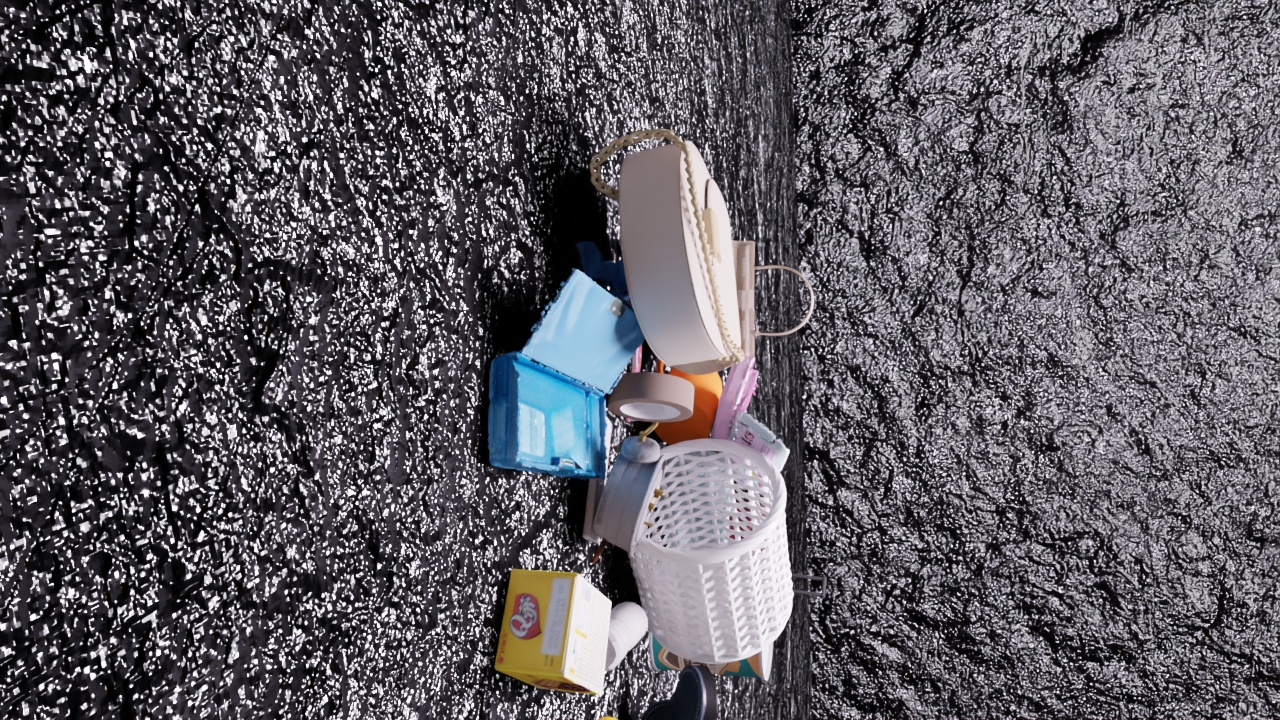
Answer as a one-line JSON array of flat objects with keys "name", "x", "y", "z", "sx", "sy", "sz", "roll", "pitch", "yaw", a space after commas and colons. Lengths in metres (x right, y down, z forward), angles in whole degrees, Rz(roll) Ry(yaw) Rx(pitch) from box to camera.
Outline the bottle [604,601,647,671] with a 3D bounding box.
[{"name": "bottle", "x": -0.023, "y": 0.287, "z": 0.972, "sx": 0.136, "sy": 0.044, "sz": 0.044, "roll": -4, "pitch": 93, "yaw": -74}]

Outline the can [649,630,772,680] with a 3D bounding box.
[{"name": "can", "x": 0.094, "y": 0.359, "z": 1.197, "sx": 0.099, "sy": 0.144, "sz": 0.099, "roll": 0, "pitch": 89, "yaw": -74}]

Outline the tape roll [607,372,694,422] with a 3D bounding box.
[{"name": "tape roll", "x": 0.012, "y": 0.041, "z": 1.011, "sx": 0.094, "sy": 0.094, "sz": 0.030, "roll": 51, "pitch": 41, "yaw": -65}]

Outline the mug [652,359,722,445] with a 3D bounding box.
[{"name": "mug", "x": 0.054, "y": 0.044, "z": 1.213, "sx": 0.112, "sy": 0.078, "sz": 0.095, "roll": 57, "pitch": 29, "yaw": -21}]

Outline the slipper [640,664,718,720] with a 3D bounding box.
[{"name": "slipper", "x": 0.013, "y": 0.471, "z": 1.053, "sx": 0.109, "sy": 0.083, "sz": 0.266, "roll": -130, "pitch": -128, "yaw": -69}]

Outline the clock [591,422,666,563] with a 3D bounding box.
[{"name": "clock", "x": -0.005, "y": 0.126, "z": 0.911, "sx": 0.103, "sy": 0.056, "sz": 0.148, "roll": -51, "pitch": 157, "yaw": -67}]

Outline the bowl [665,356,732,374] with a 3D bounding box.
[{"name": "bowl", "x": 0.052, "y": -0.039, "z": 1.145, "sx": 0.151, "sy": 0.075, "sz": 0.150, "roll": 47, "pitch": 18, "yaw": -21}]

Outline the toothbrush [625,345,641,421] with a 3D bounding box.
[{"name": "toothbrush", "x": -0.006, "y": 0.006, "z": 1.090, "sx": 0.021, "sy": 0.016, "sz": 0.135, "roll": 40, "pitch": 52, "yaw": -70}]

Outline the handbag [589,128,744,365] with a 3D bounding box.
[{"name": "handbag", "x": 0.035, "y": -0.102, "z": 0.911, "sx": 0.208, "sy": 0.103, "sz": 0.210, "roll": 44, "pitch": 40, "yaw": -64}]

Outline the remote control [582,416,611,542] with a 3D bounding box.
[{"name": "remote control", "x": -0.045, "y": 0.123, "z": 0.955, "sx": 0.033, "sy": 0.012, "sz": 0.130, "roll": 59, "pitch": 34, "yaw": -64}]

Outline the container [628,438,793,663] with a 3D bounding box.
[{"name": "container", "x": 0.080, "y": 0.222, "z": 1.074, "sx": 0.188, "sy": 0.189, "sz": 0.187, "roll": -71, "pitch": 156, "yaw": -50}]

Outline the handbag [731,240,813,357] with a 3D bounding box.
[{"name": "handbag", "x": 0.139, "y": -0.083, "z": 1.272, "sx": 0.062, "sy": 0.198, "sz": 0.175, "roll": 17, "pitch": 73, "yaw": -73}]

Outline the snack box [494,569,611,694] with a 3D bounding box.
[{"name": "snack box", "x": -0.070, "y": 0.231, "z": 0.775, "sx": 0.106, "sy": 0.061, "sz": 0.083, "roll": 61, "pitch": 32, "yaw": -59}]

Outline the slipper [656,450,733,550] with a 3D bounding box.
[{"name": "slipper", "x": 0.076, "y": 0.192, "z": 1.233, "sx": 0.074, "sy": 0.104, "sz": 0.246, "roll": -76, "pitch": 165, "yaw": -46}]

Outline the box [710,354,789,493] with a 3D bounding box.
[{"name": "box", "x": 0.140, "y": 0.086, "z": 1.136, "sx": 0.202, "sy": 0.101, "sz": 0.111, "roll": 91, "pitch": 22, "yaw": -67}]

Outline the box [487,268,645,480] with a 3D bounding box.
[{"name": "box", "x": -0.063, "y": 0.021, "z": 0.820, "sx": 0.231, "sy": 0.060, "sz": 0.175, "roll": 35, "pitch": 72, "yaw": -71}]

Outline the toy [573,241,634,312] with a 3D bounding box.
[{"name": "toy", "x": -0.011, "y": -0.090, "z": 0.990, "sx": 0.176, "sy": 0.071, "sz": 0.113, "roll": -45, "pitch": 121, "yaw": -68}]

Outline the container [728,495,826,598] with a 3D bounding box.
[{"name": "container", "x": 0.173, "y": 0.287, "z": 1.373, "sx": 0.147, "sy": 0.201, "sz": 0.127, "roll": -64, "pitch": 149, "yaw": -58}]

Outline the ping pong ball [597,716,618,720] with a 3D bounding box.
[{"name": "ping pong ball", "x": -0.034, "y": 0.385, "z": 0.936, "sx": 0.040, "sy": 0.040, "sz": 0.040, "roll": 0, "pitch": 89, "yaw": -74}]
